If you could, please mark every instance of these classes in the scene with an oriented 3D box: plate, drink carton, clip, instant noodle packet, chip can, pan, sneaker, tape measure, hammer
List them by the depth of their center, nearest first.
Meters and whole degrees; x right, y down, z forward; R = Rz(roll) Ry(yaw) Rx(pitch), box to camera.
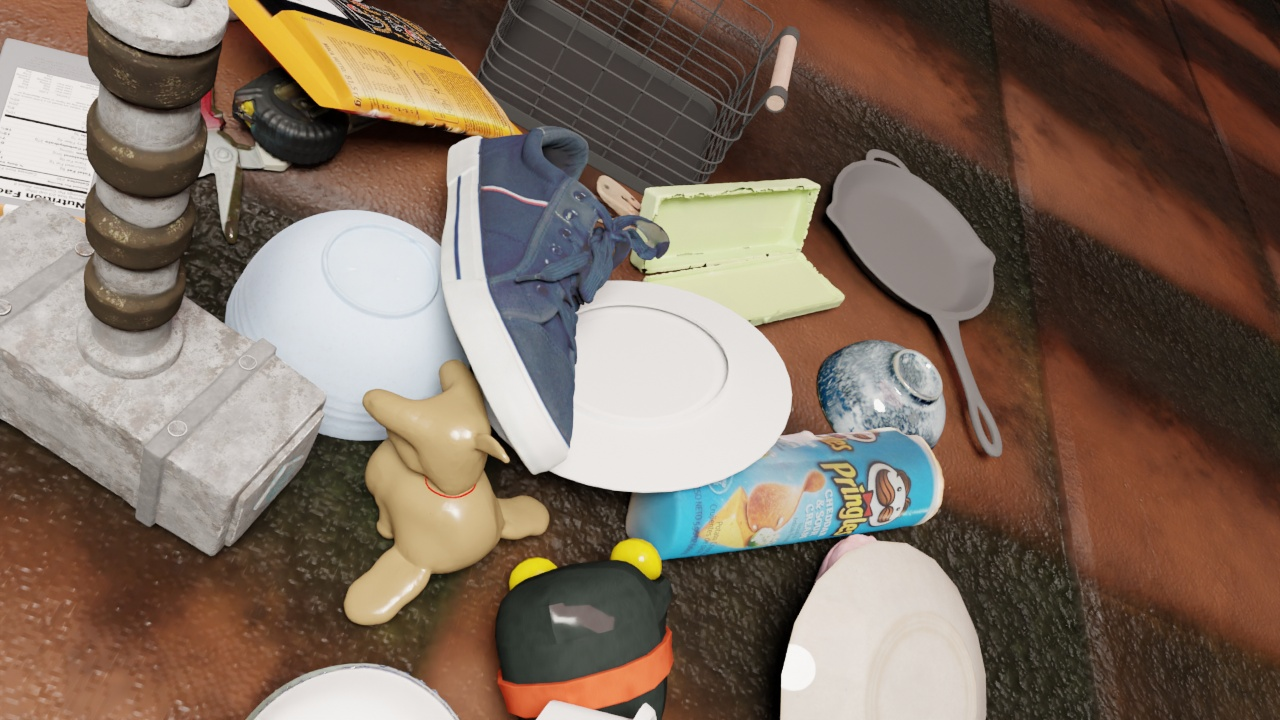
[{"bbox_3d":[-0.199,-0.050,0.366,0.177,0.327,0.079,36,47,-5],"label":"hammer"},{"bbox_3d":[-0.336,-0.115,0.519,0.076,0.049,0.124,8,55,-27],"label":"drink carton"},{"bbox_3d":[0.163,0.207,0.563,0.188,0.027,0.188,6,79,-35],"label":"plate"},{"bbox_3d":[-0.046,-0.058,0.566,0.127,0.121,0.294,-17,43,6],"label":"sneaker"},{"bbox_3d":[-0.003,0.004,0.601,0.208,0.015,0.208,4,40,-3],"label":"plate"},{"bbox_3d":[-0.226,-0.163,0.607,0.062,0.038,0.067,42,48,0],"label":"tape measure"},{"bbox_3d":[0.100,0.087,0.628,0.229,0.080,0.079,0,59,-31],"label":"chip can"},{"bbox_3d":[-0.185,-0.211,0.641,0.160,0.032,0.220,47,24,16],"label":"instant noodle packet"},{"bbox_3d":[-0.015,-0.125,0.731,0.060,0.041,0.024,18,52,-13],"label":"clip"},{"bbox_3d":[0.274,-0.064,0.874,0.216,0.024,0.353,9,54,-26],"label":"pan"}]

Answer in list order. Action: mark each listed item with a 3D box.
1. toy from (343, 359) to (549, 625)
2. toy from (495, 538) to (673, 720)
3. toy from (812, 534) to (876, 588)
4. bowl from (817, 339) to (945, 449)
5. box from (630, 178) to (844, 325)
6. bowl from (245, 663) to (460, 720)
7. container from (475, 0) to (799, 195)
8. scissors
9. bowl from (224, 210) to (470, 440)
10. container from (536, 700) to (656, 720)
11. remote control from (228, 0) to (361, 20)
[{"bbox_3d":[-0.109,0.063,0.500,0.106,0.108,0.133,34,40,32],"label":"toy"},{"bbox_3d":[-0.027,0.165,0.484,0.097,0.099,0.119,-13,88,8],"label":"toy"},{"bbox_3d":[0.156,0.179,0.614,0.105,0.053,0.108,39,51,-15],"label":"toy"},{"bbox_3d":[0.208,0.026,0.746,0.114,0.061,0.114,16,53,-22],"label":"bowl"},{"bbox_3d":[0.080,-0.087,0.759,0.187,0.064,0.130,-14,88,-37],"label":"box"},{"bbox_3d":[-0.135,0.201,0.407,0.116,0.066,0.116,16,52,-22],"label":"bowl"},{"bbox_3d":[-0.006,-0.261,0.769,0.241,0.131,0.162,27,48,-12],"label":"container"},{"bbox_3d":[-0.256,-0.159,0.624,0.179,0.015,0.198,-4,62,-33],"label":"scissors"},{"bbox_3d":[-0.164,-0.035,0.551,0.150,0.075,0.150,16,51,-21],"label":"bowl"},{"bbox_3d":[-0.036,0.219,0.418,0.049,0.129,0.080,16,28,19],"label":"container"},{"bbox_3d":[-0.262,-0.277,0.683,0.136,0.043,0.013,-26,74,-41],"label":"remote control"}]
